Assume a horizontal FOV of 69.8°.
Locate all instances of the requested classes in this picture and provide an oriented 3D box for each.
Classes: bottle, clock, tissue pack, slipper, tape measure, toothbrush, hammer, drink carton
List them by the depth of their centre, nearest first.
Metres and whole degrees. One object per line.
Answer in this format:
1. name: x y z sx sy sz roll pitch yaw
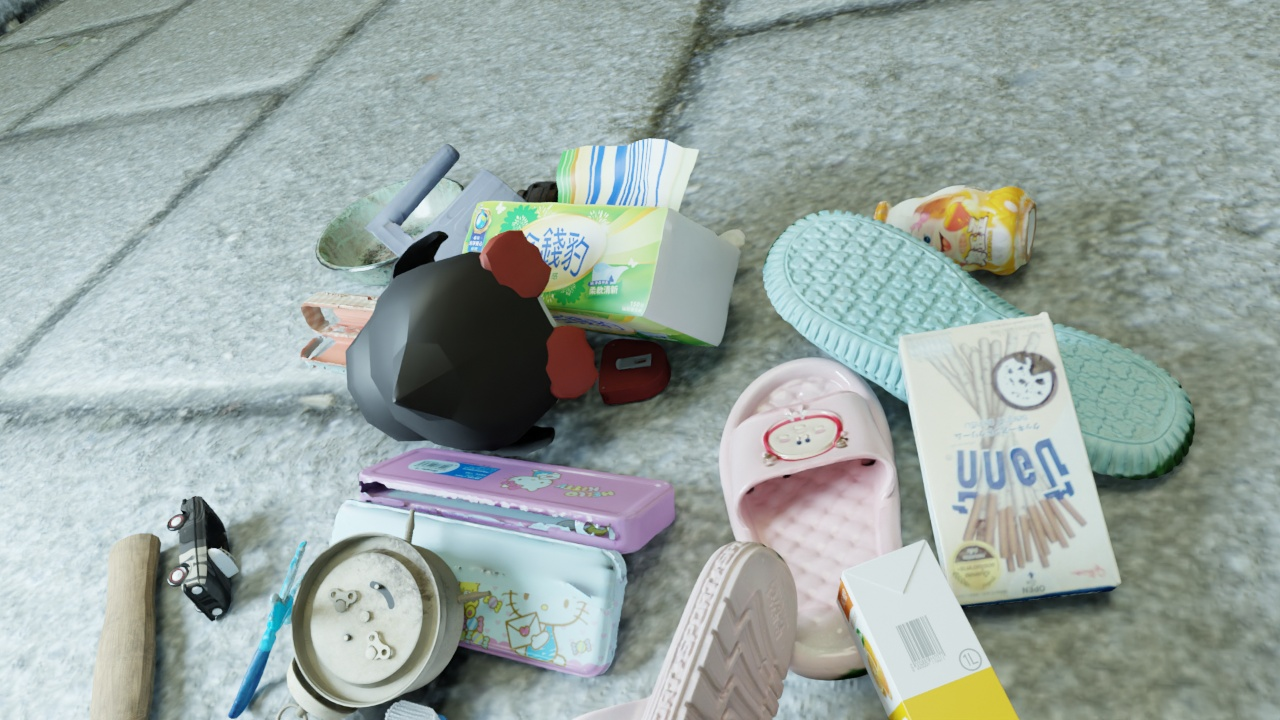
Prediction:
1. drink carton: 0.129 0.143 0.404 0.040 0.058 0.122 -21 62 -2
2. slipper: 0.005 0.189 0.406 0.065 0.094 0.238 -1 49 38
3. toothbrush: -0.067 0.206 0.483 0.167 0.014 0.016 4 45 25
4. clock: -0.158 0.161 0.526 0.093 0.054 0.141 41 90 22
5. slipper: 0.098 0.078 0.528 0.107 0.056 0.221 -13 41 12
6. hammer: -0.313 0.215 0.561 0.132 0.040 0.305 -28 39 -5
7. slipper: 0.196 -0.005 0.575 0.276 0.070 0.115 31 58 25
8. bottle: 0.226 -0.096 0.666 0.109 0.063 0.063 8 47 29
9. tape measure: -0.004 0.004 0.683 0.051 0.019 0.058 -10 40 12
10. tissue pack: -0.027 -0.097 0.687 0.198 0.120 0.141 10 85 31

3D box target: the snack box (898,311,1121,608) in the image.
1. snack box: 0.193 0.052 0.491 0.082 0.026 0.149 -9 68 11

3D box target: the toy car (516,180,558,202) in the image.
1. toy car: -0.099 -0.117 0.850 0.048 0.040 0.112 5 63 27

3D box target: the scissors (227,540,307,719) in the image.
1. scissors: -0.216 0.160 0.533 0.013 0.141 0.113 27 63 -9

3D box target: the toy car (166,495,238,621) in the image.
1. toy car: -0.302 0.134 0.640 0.037 0.040 0.092 -24 42 -9

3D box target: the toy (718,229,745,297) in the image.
1. toy: 0.024 -0.073 0.745 0.126 0.037 0.075 3 53 30

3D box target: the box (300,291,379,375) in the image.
1. box: -0.220 -0.020 0.774 0.187 0.054 0.076 6 78 30

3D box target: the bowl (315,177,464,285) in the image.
1. bowl: -0.241 -0.124 0.912 0.157 0.038 0.157 -12 40 10

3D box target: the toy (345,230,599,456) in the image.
1. toy: -0.148 0.007 0.636 0.139 0.159 0.185 -35 12 -38

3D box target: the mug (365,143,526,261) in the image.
1. mug: -0.155 -0.112 0.785 0.124 0.084 0.104 41 86 6

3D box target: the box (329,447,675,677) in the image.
1. box: -0.095 0.110 0.572 0.214 0.062 0.139 4 48 27
